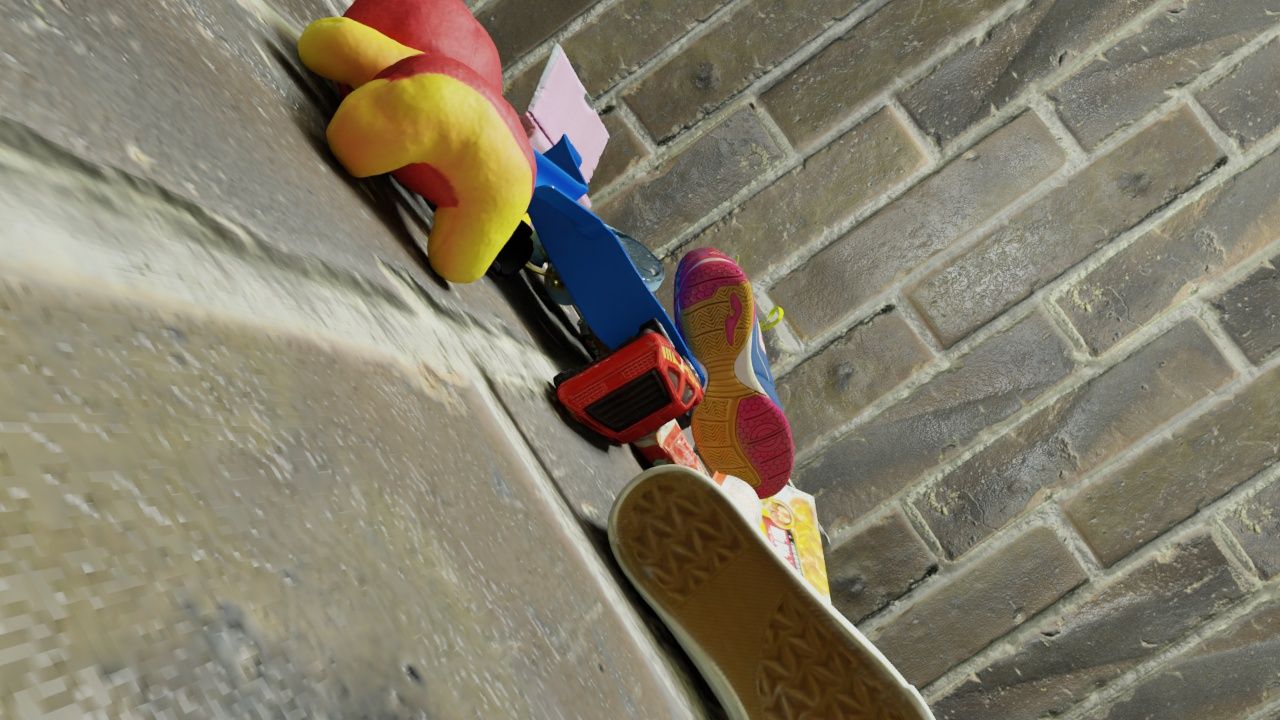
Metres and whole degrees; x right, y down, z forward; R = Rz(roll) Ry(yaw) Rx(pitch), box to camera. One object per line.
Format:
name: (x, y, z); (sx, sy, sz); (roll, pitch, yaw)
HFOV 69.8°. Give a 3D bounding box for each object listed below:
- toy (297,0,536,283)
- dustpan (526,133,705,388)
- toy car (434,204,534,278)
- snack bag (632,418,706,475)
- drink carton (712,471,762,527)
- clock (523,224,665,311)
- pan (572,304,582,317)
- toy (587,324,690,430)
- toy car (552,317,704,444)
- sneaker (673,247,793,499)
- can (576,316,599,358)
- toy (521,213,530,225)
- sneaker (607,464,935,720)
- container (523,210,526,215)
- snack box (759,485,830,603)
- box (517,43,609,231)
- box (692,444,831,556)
toy: (-0.124, -0.148, 0.539); (0.147, 0.099, 0.216); (62, 3, -41)
dustpan: (-0.043, -0.092, 0.703); (0.245, 0.060, 0.257); (61, 14, 17)
toy car: (-0.112, -0.099, 0.653); (0.036, 0.042, 0.092); (26, -19, 44)
snack bag: (0.053, 0.111, 0.815); (0.155, 0.044, 0.087); (50, 8, -20)
drink carton: (0.065, 0.137, 0.718); (0.069, 0.039, 0.122); (59, 22, -4)
clock: (-0.052, -0.095, 0.912); (0.162, 0.060, 0.118); (12, 29, -32)
pan: (0.013, 0.029, 1.131); (0.249, 0.043, 0.355); (53, 4, -38)
toy: (-0.005, 0.005, 0.874); (0.176, 0.076, 0.132); (54, 20, -34)
toy car: (-0.001, 0.024, 0.654); (0.056, 0.081, 0.189); (62, 5, 15)
sneaker: (0.088, 0.011, 0.841); (0.091, 0.116, 0.242); (-114, -171, -69)
can: (-0.020, -0.010, 0.963); (0.101, 0.053, 0.053); (55, 4, -15)
toy: (-0.140, -0.168, 0.919); (0.095, 0.041, 0.094); (57, 5, -50)
sneaker: (0.072, 0.153, 0.452); (0.235, 0.087, 0.079); (53, -3, 16)
container: (-0.143, -0.172, 0.793); (0.114, 0.063, 0.061); (55, 11, 0)
snack box: (0.135, 0.179, 0.858); (0.075, 0.025, 0.152); (24, 38, -18)
box: (-0.101, -0.238, 1.079); (0.059, 0.179, 0.233); (38, 0, 17)
box: (0.121, 0.180, 0.970); (0.216, 0.095, 0.107); (54, 31, -29)
